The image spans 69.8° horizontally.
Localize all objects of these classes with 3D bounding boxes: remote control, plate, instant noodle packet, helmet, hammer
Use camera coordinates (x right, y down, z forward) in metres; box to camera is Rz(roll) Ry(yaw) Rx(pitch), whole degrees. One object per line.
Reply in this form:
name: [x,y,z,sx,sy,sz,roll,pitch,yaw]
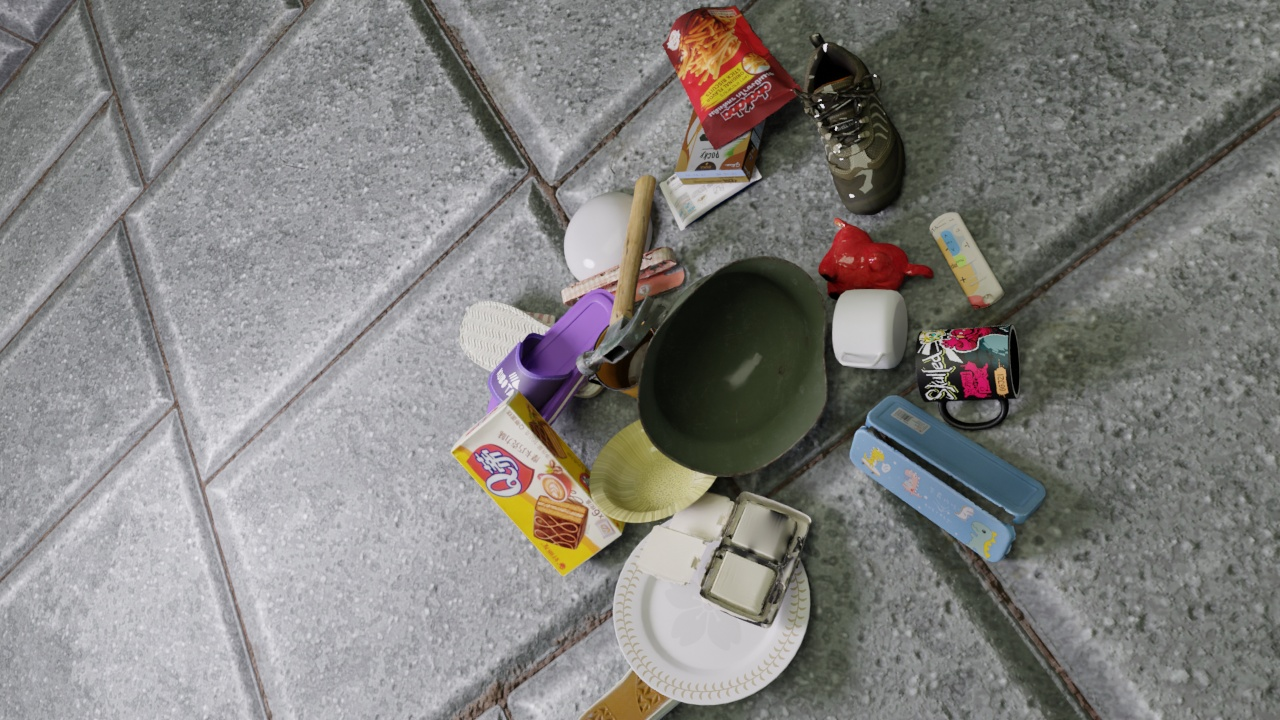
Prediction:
remote control: [0.386,-0.120,1.090,0.038,0.018,0.125,-30,66,20]
plate: [0.026,0.145,1.189,0.184,0.036,0.184,-17,38,13]
plate: [0.085,0.295,1.116,0.243,0.016,0.242,-9,55,13]
instant noodle packet: [0.096,-0.253,1.290,0.134,0.026,0.087,-32,63,19]
helmet: [0.108,-0.012,1.127,0.268,0.227,0.153,-61,15,15]
hammer: [-0.010,-0.134,1.227,0.133,0.033,0.329,-33,35,39]

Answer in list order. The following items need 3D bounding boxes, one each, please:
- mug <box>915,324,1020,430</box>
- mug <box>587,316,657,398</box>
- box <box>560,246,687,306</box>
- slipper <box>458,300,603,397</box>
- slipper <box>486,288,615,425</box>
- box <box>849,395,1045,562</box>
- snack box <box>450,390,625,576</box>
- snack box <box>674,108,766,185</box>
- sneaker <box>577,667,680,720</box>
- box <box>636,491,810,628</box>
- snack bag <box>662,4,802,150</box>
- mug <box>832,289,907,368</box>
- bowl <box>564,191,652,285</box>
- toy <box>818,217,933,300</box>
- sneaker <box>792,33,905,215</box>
mug: [0.370,0.022,1.032,0.098,0.081,0.118,-4,102,29]
mug: [-0.008,0.007,1.239,0.124,0.094,0.100,-27,63,22]
box: [-0.027,-0.105,1.306,0.187,0.056,0.071,-21,99,26]
slipper: [-0.153,-0.017,1.358,0.263,0.052,0.115,21,84,26]
slipper: [-0.134,0.003,1.260,0.266,0.084,0.107,-47,56,4]
box: [0.345,0.130,1.042,0.209,0.072,0.086,37,137,33]
snack box: [-0.133,0.164,1.217,0.110,0.061,0.230,-38,98,16]
snack box: [0.121,-0.332,1.272,0.101,0.031,0.185,4,68,31]
sneaker: [0.019,0.404,1.131,0.235,0.079,0.087,-45,57,-9]
box: [0.102,0.228,1.114,0.188,0.058,0.144,18,66,25]
snack bag: [0.121,-0.396,1.263,0.139,0.066,0.207,-28,64,8]
mug: [0.269,-0.031,1.080,0.068,0.094,0.115,3,41,29]
bowl: [-0.057,-0.184,1.350,0.150,0.043,0.149,-9,73,28]
toy: [0.290,-0.129,1.120,0.133,0.088,0.093,6,62,19]
sneaker: [0.259,-0.308,1.140,0.101,0.142,0.237,-20,68,24]
